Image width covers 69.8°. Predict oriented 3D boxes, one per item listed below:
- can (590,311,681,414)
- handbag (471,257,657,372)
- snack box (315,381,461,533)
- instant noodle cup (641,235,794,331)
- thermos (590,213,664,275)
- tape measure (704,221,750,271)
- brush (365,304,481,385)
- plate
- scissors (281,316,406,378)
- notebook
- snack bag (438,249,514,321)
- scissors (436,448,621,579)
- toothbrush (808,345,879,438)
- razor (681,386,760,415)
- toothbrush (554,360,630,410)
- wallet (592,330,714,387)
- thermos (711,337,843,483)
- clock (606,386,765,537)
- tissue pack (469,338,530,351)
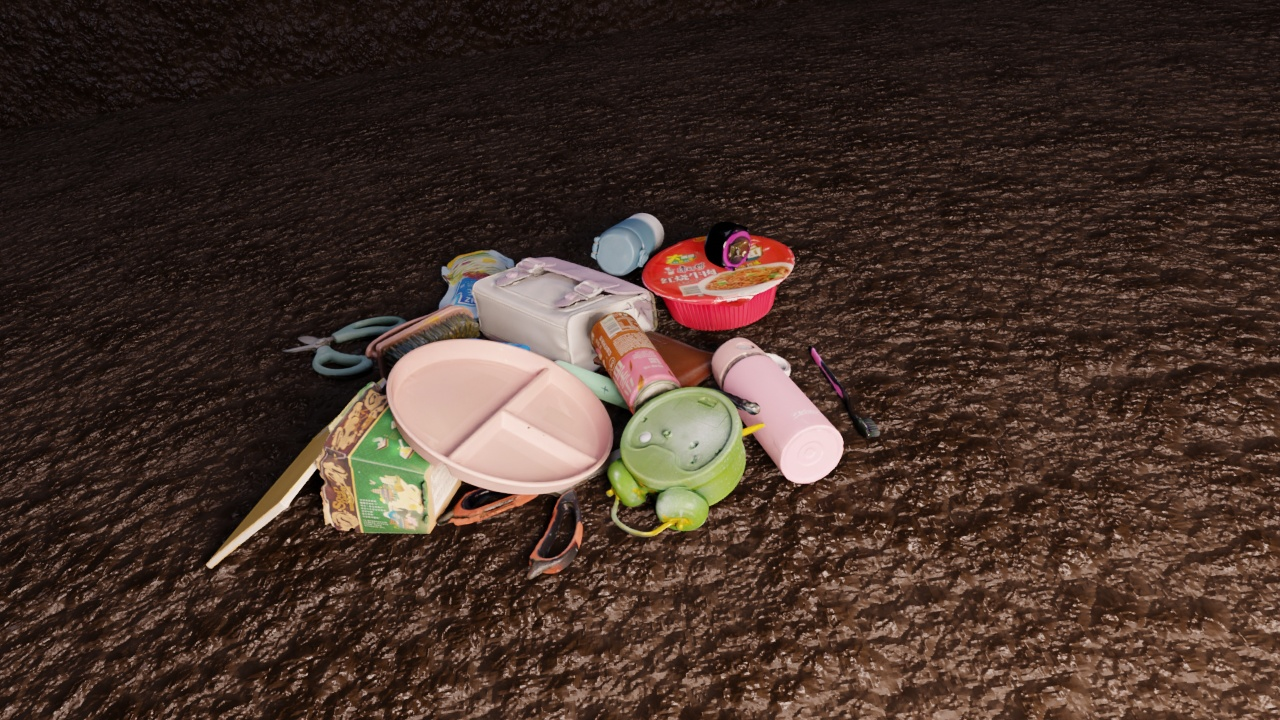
[{"bbox_3d":[-0.006,0.006,0.981,0.058,0.058,0.147,-17,37,-13],"label":"can"},{"bbox_3d":[-0.097,-0.067,1.156,0.144,0.098,0.197,-27,35,-37],"label":"handbag"},{"bbox_3d":[-0.238,0.105,0.901,0.106,0.118,0.117,11,34,9],"label":"snack box"},{"bbox_3d":[0.100,-0.095,1.171,0.194,0.066,0.193,-7,30,4],"label":"instant noodle cup"},{"bbox_3d":[-0.013,-0.158,1.249,0.070,0.070,0.220,-3,14,10],"label":"thermos"},{"bbox_3d":[0.109,-0.140,1.125,0.057,0.057,0.039,-22,33,-35],"label":"tape measure"},{"bbox_3d":[-0.270,-0.027,1.158,0.073,0.063,0.145,29,47,29],"label":"brush"},{"bbox_3d":[-0.139,0.054,0.913,0.229,0.028,0.229,17,30,-11],"label":"plate"},{"bbox_3d":[-0.389,-0.027,1.238,0.173,0.019,0.178,16,40,38],"label":"scissors"},{"bbox_3d":[-0.344,0.109,0.929,0.146,0.010,0.205,-36,18,30],"label":"notebook"},{"bbox_3d":[-0.229,-0.101,1.301,0.110,0.039,0.190,-2,30,-10],"label":"snack bag"},{"bbox_3d":[-0.084,0.131,0.894,0.222,0.015,0.189,-22,33,-20],"label":"scissors"},{"bbox_3d":[0.214,0.029,0.984,0.017,0.014,0.189,-3,29,-9],"label":"toothbrush"},{"bbox_3d":[0.077,0.039,0.933,0.143,0.042,0.022,6,70,60],"label":"razor"},{"bbox_3d":[-0.009,0.041,1.006,0.225,0.027,0.026,19,-1,32],"label":"toothbrush"},{"bbox_3d":[0.022,0.005,1.061,0.125,0.032,0.101,21,40,40],"label":"wallet"},{"bbox_3d":[0.140,0.043,0.936,0.087,0.067,0.198,-2,27,-17],"label":"thermos"},{"bbox_3d":[0.034,0.097,0.859,0.116,0.056,0.161,19,58,41],"label":"clock"},{"bbox_3d":[-0.187,0.016,1.049,0.095,0.052,0.156,7,21,11],"label":"tissue pack"}]
